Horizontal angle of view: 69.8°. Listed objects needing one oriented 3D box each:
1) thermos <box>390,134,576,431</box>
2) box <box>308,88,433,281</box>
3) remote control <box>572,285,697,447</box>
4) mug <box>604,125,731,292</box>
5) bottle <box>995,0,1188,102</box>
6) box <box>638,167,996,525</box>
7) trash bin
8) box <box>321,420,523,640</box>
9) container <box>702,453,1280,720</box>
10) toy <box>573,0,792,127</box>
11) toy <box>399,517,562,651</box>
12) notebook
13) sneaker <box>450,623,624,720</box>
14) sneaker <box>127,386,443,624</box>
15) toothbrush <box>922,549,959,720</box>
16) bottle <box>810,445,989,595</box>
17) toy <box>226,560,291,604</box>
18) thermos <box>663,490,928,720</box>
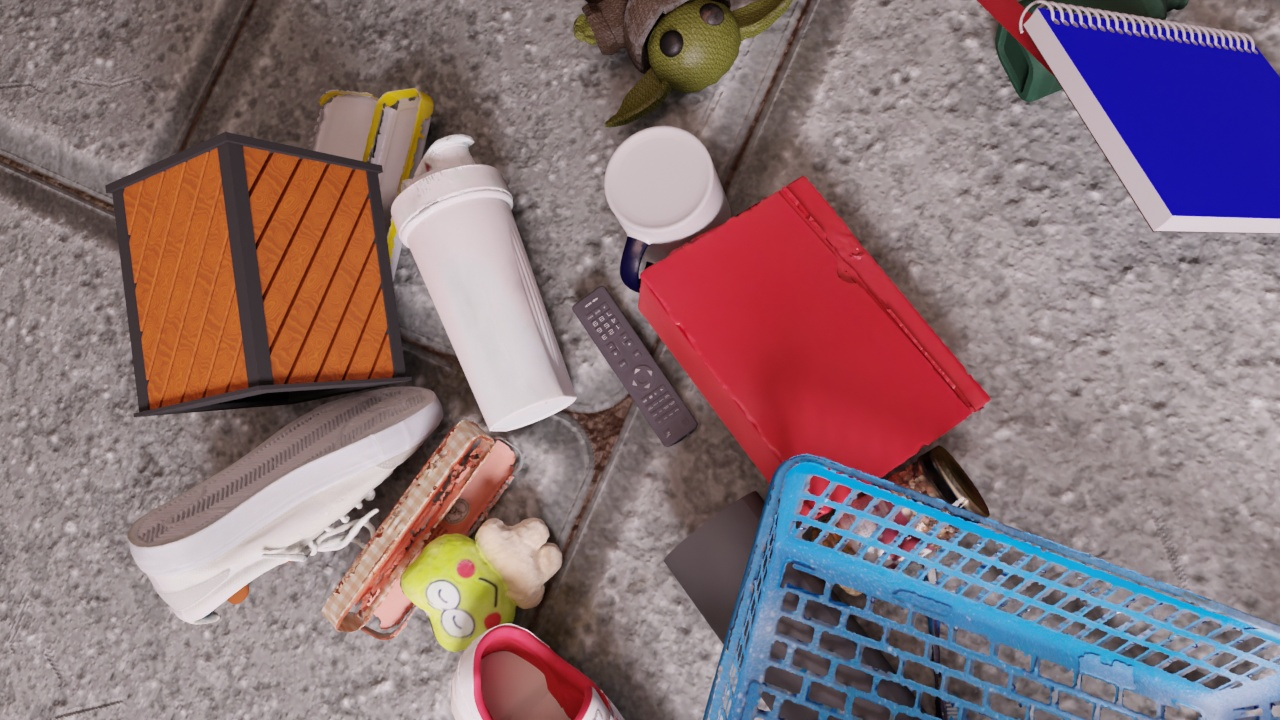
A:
[{"bbox_3d":[-0.125,-0.056,0.716,0.099,0.099,0.220,-24,79,8],"label":"thermos"},{"bbox_3d":[-0.249,-0.134,0.789,0.130,0.036,0.209,8,83,26],"label":"box"},{"bbox_3d":[-0.004,0.004,0.713,0.032,0.015,0.136,-35,77,5],"label":"remote control"},{"bbox_3d":[0.016,-0.104,0.685,0.079,0.097,0.112,23,86,16],"label":"mug"},{"bbox_3d":[0.329,-0.242,0.653,0.131,0.061,0.061,-22,73,9],"label":"bottle"},{"bbox_3d":[0.112,-0.005,0.647,0.165,0.152,0.214,-44,72,28],"label":"box"},{"bbox_3d":[-0.285,-0.056,0.693,0.140,0.139,0.171,-10,87,30],"label":"trash bin"},{"bbox_3d":[-0.165,0.132,0.702,0.042,0.082,0.187,37,92,29],"label":"box"},{"bbox_3d":[0.207,0.234,0.514,0.362,0.089,0.256,20,63,1],"label":"container"},{"bbox_3d":[0.017,-0.282,0.727,0.179,0.078,0.152,-35,75,2],"label":"toy"},{"bbox_3d":[-0.115,0.163,0.689,0.115,0.046,0.092,-30,102,-7],"label":"toy"},{"bbox_3d":[0.353,-0.151,0.574,0.208,0.022,0.171,-3,61,-25],"label":"notebook"},{"bbox_3d":[-0.032,0.269,0.613,0.236,0.104,0.090,41,56,19],"label":"sneaker"},{"bbox_3d":[-0.247,0.104,0.687,0.090,0.241,0.091,15,127,40],"label":"sneaker"},{"bbox_3d":[0.206,0.163,0.634,0.017,0.016,0.189,-2,80,0],"label":"toothbrush"},{"bbox_3d":[0.173,0.109,0.617,0.105,0.056,0.056,-38,73,20],"label":"bottle"},{"bbox_3d":[-0.328,0.144,0.741,0.095,0.065,0.128,39,93,0],"label":"toy"},{"bbox_3d":[0.119,0.208,0.612,0.082,0.082,0.240,-39,74,4],"label":"thermos"}]
